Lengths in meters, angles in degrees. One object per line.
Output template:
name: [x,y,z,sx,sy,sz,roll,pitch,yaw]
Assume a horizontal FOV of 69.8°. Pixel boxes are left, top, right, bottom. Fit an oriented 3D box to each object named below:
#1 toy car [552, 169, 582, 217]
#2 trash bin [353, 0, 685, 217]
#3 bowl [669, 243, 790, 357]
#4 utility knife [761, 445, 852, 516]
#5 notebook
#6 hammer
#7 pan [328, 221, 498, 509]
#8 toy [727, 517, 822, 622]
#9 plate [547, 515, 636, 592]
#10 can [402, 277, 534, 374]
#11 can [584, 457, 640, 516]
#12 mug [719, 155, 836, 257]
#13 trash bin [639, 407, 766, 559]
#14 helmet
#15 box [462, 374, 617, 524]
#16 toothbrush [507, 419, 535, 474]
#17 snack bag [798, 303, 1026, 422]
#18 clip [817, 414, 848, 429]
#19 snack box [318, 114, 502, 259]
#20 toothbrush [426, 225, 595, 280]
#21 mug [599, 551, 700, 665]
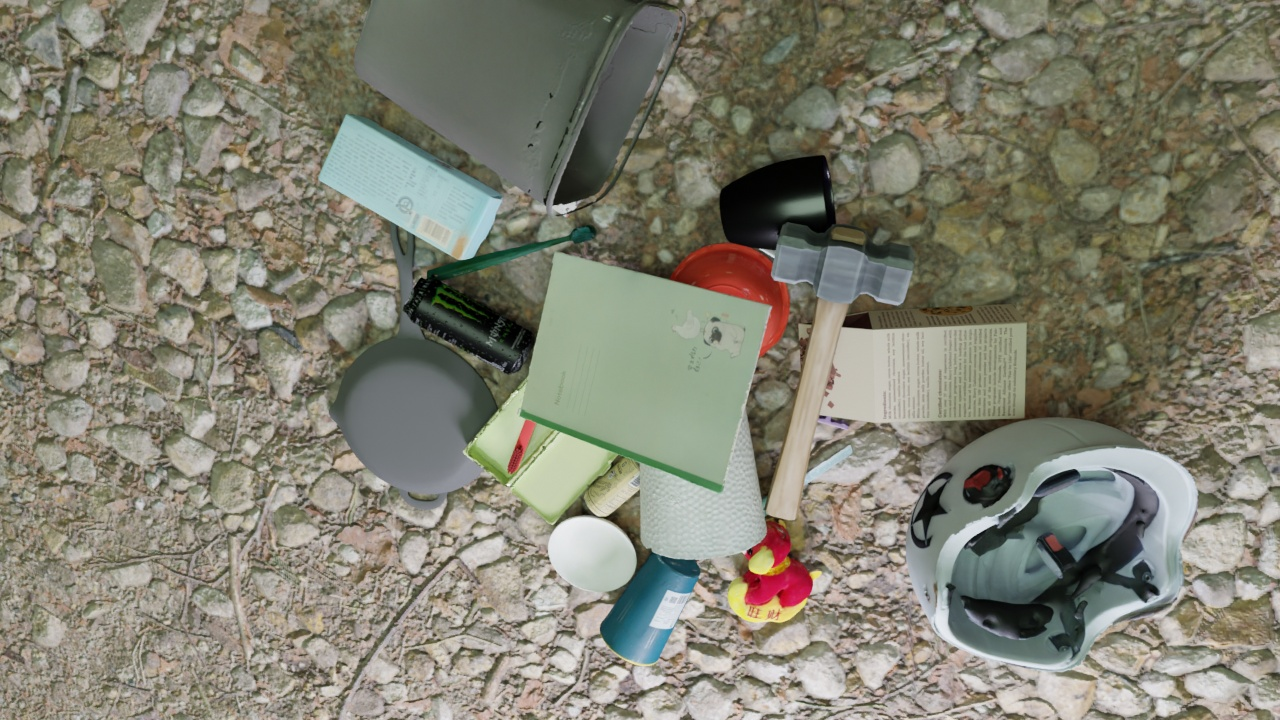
toy car: [-0.108,-0.188,0.929,0.113,0.039,0.039,32,132,0]
trash bin: [-0.110,-0.273,0.825,0.220,0.197,0.198,30,112,6]
bowl: [0.086,-0.051,0.932,0.130,0.045,0.131,3,108,10]
utility knife: [0.158,0.144,1.003,0.177,0.015,0.022,-38,103,16]
notebook: [-0.005,0.005,0.902,0.253,0.010,0.182,18,99,31]
hammer: [0.165,0.024,0.885,0.117,0.051,0.324,13,123,9]
pan: [-0.258,0.011,1.028,0.217,0.024,0.355,3,109,9]
toy: [0.146,0.236,1.010,0.105,0.067,0.137,-6,118,3]
plate: [-0.053,0.217,1.055,0.104,0.026,0.104,5,116,11]
can: [-0.181,-0.037,0.974,0.137,0.053,0.054,29,111,-8]
can: [-0.024,0.137,1.019,0.038,0.038,0.080,45,110,-6]
mug: [0.135,-0.134,0.884,0.100,0.084,0.119,-6,136,18]
trash bin: [0.058,0.104,0.950,0.133,0.133,0.161,-3,103,12]
helmet: [0.376,0.153,0.881,0.236,0.163,0.265,23,115,-20]
box: [-0.088,0.076,1.008,0.137,0.024,0.187,40,104,-3]
toothbrush: [-0.103,0.029,0.977,0.012,0.017,0.213,22,105,-1]
snack bag: [0.263,0.004,0.904,0.206,0.069,0.094,-3,108,11]
clip: [0.201,0.054,0.965,0.050,0.014,0.046,31,111,-3]
snack box: [-0.235,-0.178,0.943,0.174,0.053,0.075,29,105,-1]
toothbrush: [-0.138,-0.111,0.964,0.190,0.017,0.016,-14,103,12]
mug: [0.015,0.274,1.042,0.078,0.078,0.121,29,107,0]
